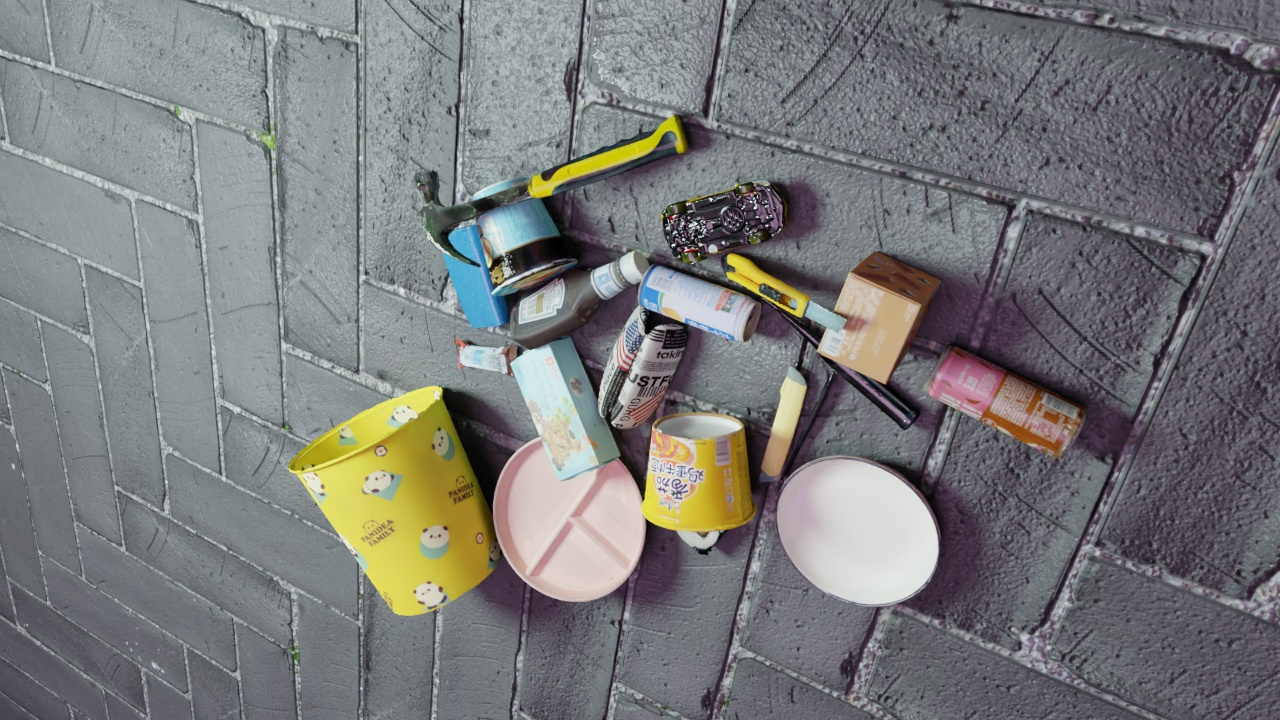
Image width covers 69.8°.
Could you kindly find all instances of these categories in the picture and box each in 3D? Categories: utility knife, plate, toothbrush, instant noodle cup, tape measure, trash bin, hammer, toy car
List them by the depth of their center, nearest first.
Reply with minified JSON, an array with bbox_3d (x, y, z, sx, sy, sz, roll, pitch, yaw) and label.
[{"bbox_3d":[0.144,-0.073,0.963,0.209,0.015,0.033,38,140,51],"label":"utility knife"},{"bbox_3d":[0.092,-0.153,1.008,0.156,0.041,0.071,-11,104,35],"label":"toy car"},{"bbox_3d":[0.217,-0.004,1.009,0.212,0.026,0.027,42,90,10],"label":"toothbrush"},{"bbox_3d":[-0.102,-0.199,1.039,0.324,0.032,0.126,-16,83,13],"label":"hammer"},{"bbox_3d":[0.251,0.192,1.060,0.193,0.038,0.193,12,115,26],"label":"plate"},{"bbox_3d":[0.193,0.087,1.066,0.018,0.015,0.181,24,121,13],"label":"toothbrush"},{"bbox_3d":[0.165,0.082,1.078,0.031,0.018,0.168,26,120,23],"label":"utility knife"},{"bbox_3d":[0.068,0.127,1.089,0.138,0.137,0.110,6,105,28],"label":"instant noodle cup"},{"bbox_3d":[-0.151,-0.154,1.116,0.111,0.111,0.120,-23,90,35],"label":"instant noodle cup"},{"bbox_3d":[0.078,0.207,1.171,0.066,0.033,0.066,39,122,10],"label":"tape measure"},{"bbox_3d":[-0.095,0.211,1.243,0.230,0.028,0.229,2,95,23],"label":"plate"},{"bbox_3d":[-0.328,0.200,1.299,0.230,0.228,0.255,-15,108,34],"label":"trash bin"}]

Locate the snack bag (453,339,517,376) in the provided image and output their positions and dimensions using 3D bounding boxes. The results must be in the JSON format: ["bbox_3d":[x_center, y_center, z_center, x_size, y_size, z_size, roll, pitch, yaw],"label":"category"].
[{"bbox_3d":[-0.213,-0.004,1.255,0.105,0.026,0.045,7,104,27],"label":"snack bag"}]

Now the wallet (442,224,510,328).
[{"bbox_3d":[-0.212,-0.108,1.184,0.106,0.040,0.133,2,111,59],"label":"wallet"}]

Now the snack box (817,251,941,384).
[{"bbox_3d":[0.243,-0.045,0.932,0.077,0.094,0.093,27,121,18],"label":"snack box"}]

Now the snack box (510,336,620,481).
[{"bbox_3d":[-0.098,0.062,1.183,0.074,0.051,0.175,-27,84,35],"label":"snack box"}]

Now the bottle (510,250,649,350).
[{"bbox_3d":[-0.075,-0.078,1.118,0.195,0.079,0.044,-24,141,30],"label":"bottle"}]

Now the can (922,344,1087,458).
[{"bbox_3d":[0.364,0.040,0.921,0.147,0.057,0.058,28,121,17],"label":"can"}]

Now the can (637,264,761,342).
[{"bbox_3d":[0.067,-0.065,1.051,0.135,0.053,0.053,22,119,21],"label":"can"}]

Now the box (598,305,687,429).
[{"bbox_3d":[-0.010,0.005,1.130,0.088,0.076,0.163,51,132,32],"label":"box"}]
